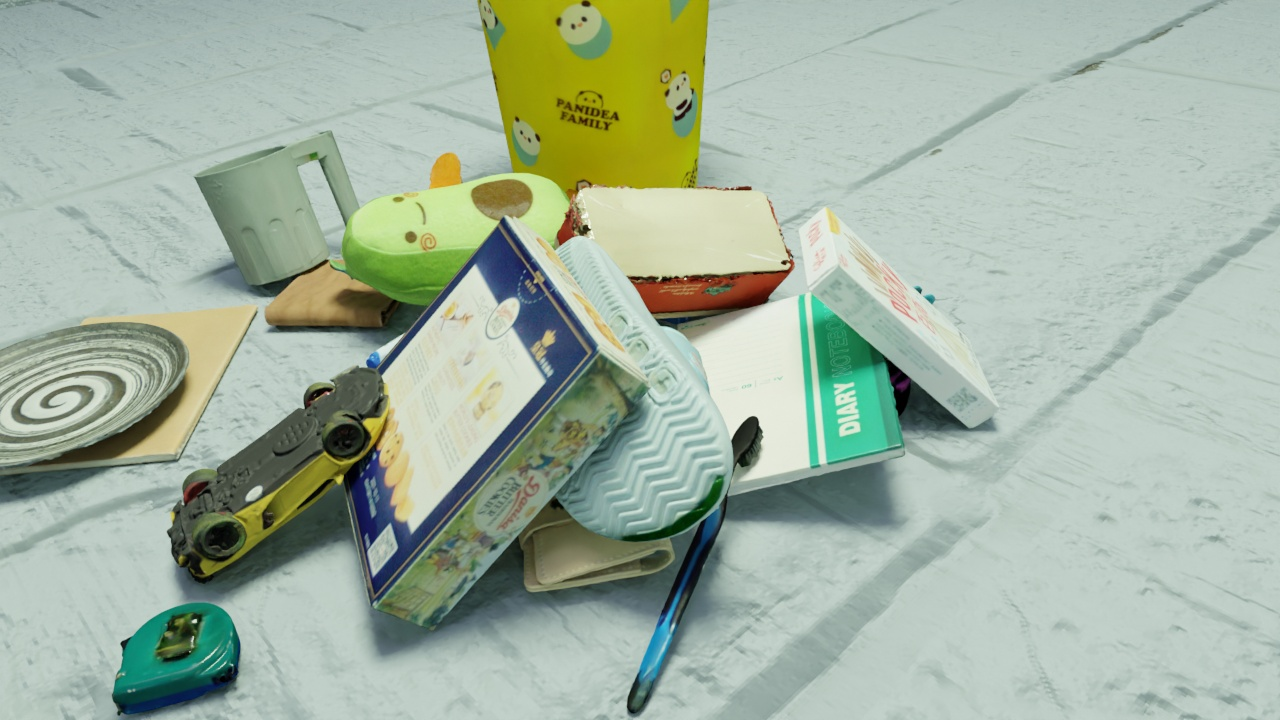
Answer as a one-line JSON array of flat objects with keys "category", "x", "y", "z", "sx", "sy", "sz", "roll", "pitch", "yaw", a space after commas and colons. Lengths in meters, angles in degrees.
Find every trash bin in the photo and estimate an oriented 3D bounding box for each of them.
[{"category": "trash bin", "x": -0.038, "y": -0.272, "z": 0.879, "sx": 0.229, "sy": 0.256, "sz": 0.229, "roll": -3, "pitch": 33, "yaw": 2}]

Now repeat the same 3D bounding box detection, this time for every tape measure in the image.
[{"category": "tape measure", "x": 0.154, "y": 0.014, "z": 0.620, "sx": 0.057, "sy": 0.039, "sz": 0.057, "roll": 10, "pitch": 36, "yaw": 19}, {"category": "tape measure", "x": -0.235, "y": 0.149, "z": 0.468, "sx": 0.058, "sy": 0.025, "sz": 0.054, "roll": -11, "pitch": 35, "yaw": -13}]

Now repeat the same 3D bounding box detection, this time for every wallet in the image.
[{"category": "wallet", "x": -0.254, "y": -0.061, "z": 0.797, "sx": 0.101, "sy": 0.020, "sz": 0.115, "roll": 1, "pitch": 31, "yaw": 5}, {"category": "wallet", "x": -0.033, "y": 0.087, "z": 0.538, "sx": 0.087, "sy": 0.024, "sz": 0.115, "roll": -15, "pitch": 31, "yaw": -1}]

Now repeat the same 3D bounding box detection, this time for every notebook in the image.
[{"category": "notebook", "x": -0.394, "y": 0.015, "z": 0.703, "sx": 0.148, "sy": 0.008, "sz": 0.207, "roll": -5, "pitch": 33, "yaw": -2}, {"category": "notebook", "x": 0.088, "y": 0.014, "z": 0.613, "sx": 0.150, "sy": 0.012, "sz": 0.208, "roll": -15, "pitch": 29, "yaw": 16}]

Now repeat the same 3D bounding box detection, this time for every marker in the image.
[{"category": "marker", "x": -0.164, "y": -0.031, "z": 0.742, "sx": 0.017, "sy": 0.017, "sz": 0.145, "roll": 17, "pitch": 38, "yaw": 28}]

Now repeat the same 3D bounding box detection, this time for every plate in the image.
[{"category": "plate", "x": -0.417, "y": 0.027, "z": 0.659, "sx": 0.179, "sy": 0.024, "sz": 0.179, "roll": -2, "pitch": 35, "yaw": 1}]

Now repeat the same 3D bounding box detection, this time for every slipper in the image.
[{"category": "slipper", "x": -0.014, "y": 0.014, "z": 0.549, "sx": 0.104, "sy": 0.074, "sz": 0.245, "roll": -45, "pitch": 40, "yaw": 15}]

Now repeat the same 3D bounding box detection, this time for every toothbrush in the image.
[{"category": "toothbrush", "x": 0.033, "y": 0.102, "z": 0.493, "sx": 0.014, "sy": 0.016, "sz": 0.189, "roll": 1, "pitch": 45, "yaw": 32}]

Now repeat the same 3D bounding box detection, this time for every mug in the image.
[{"category": "mug", "x": -0.317, "y": -0.137, "z": 0.824, "sx": 0.123, "sy": 0.103, "sz": 0.084, "roll": -26, "pitch": 25, "yaw": -23}]

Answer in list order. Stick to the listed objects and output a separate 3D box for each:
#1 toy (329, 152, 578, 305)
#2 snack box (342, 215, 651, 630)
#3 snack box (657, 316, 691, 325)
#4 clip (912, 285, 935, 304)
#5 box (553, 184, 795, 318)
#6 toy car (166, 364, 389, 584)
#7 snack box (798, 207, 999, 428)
[{"category": "toy", "x": -0.125, "y": -0.101, "z": 0.748, "sx": 0.246, "sy": 0.090, "sz": 0.226, "roll": -12, "pitch": 45, "yaw": -19}, {"category": "snack box", "x": -0.097, "y": 0.026, "z": 0.528, "sx": 0.182, "sy": 0.045, "sz": 0.178, "roll": -47, "pitch": 37, "yaw": 8}, {"category": "snack box", "x": 0.044, "y": -0.085, "z": 0.794, "sx": 0.085, "sy": 0.026, "sz": 0.156, "roll": 20, "pitch": 40, "yaw": 31}, {"category": "clip", "x": 0.207, "y": -0.046, "z": 0.731, "sx": 0.056, "sy": 0.014, "sz": 0.043, "roll": -16, "pitch": 35, "yaw": -17}, {"category": "box", "x": 0.028, "y": -0.088, "z": 0.692, "sx": 0.168, "sy": 0.077, "sz": 0.091, "roll": -5, "pitch": 64, "yaw": -25}, {"category": "toy car", "x": -0.208, "y": 0.064, "z": 0.538, "sx": 0.155, "sy": 0.041, "sz": 0.071, "roll": -41, "pitch": 36, "yaw": -12}, {"category": "snack box", "x": 0.169, "y": -0.028, "z": 0.606, "sx": 0.157, "sy": 0.027, "sz": 0.084, "roll": 38, "pitch": 28, "yaw": -19}]
